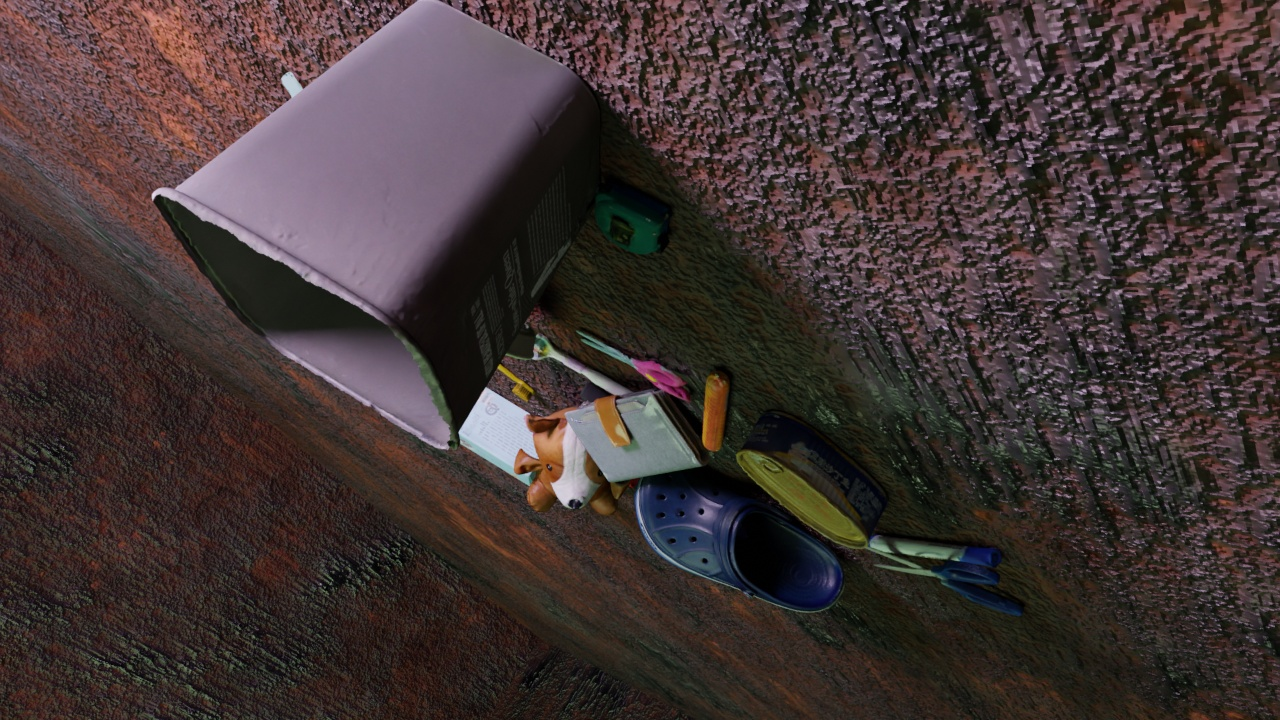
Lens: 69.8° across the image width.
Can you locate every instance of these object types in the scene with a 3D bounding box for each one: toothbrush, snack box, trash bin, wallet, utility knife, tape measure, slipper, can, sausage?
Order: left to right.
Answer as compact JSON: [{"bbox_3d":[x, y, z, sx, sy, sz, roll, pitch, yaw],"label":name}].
[{"bbox_3d":[-0.283,-0.192,0.854,0.034,0.018,0.186,7,147,20],"label":"utility knife"},{"bbox_3d":[-0.146,-0.093,0.609,0.198,0.219,0.199,31,157,10],"label":"trash bin"},{"bbox_3d":[-0.201,-0.014,1.099,0.190,0.016,0.016,42,156,-18],"label":"toothbrush"},{"bbox_3d":[-0.197,0.090,1.228,0.175,0.074,0.052,30,158,10],"label":"snack box"},{"bbox_3d":[-0.032,0.028,0.955,0.189,0.029,0.020,29,-160,8],"label":"toothbrush"},{"bbox_3d":[-0.007,-0.099,0.660,0.058,0.025,0.055,29,156,13],"label":"tape measure"},{"bbox_3d":[-0.008,0.079,0.946,0.130,0.036,0.106,-16,119,40],"label":"wallet"},{"bbox_3d":[0.070,0.050,0.859,0.021,0.021,0.165,27,156,15],"label":"sausage"},{"bbox_3d":[0.104,0.196,0.993,0.253,0.105,0.095,29,164,5],"label":"slipper"},{"bbox_3d":[0.155,0.107,0.823,0.148,0.049,0.075,39,157,-13],"label":"can"}]

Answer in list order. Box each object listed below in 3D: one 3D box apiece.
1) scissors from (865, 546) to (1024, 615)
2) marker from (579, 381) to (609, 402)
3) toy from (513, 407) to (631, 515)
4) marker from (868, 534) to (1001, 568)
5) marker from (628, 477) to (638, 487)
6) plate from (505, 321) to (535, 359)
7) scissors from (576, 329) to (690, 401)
[{"bbox_3d":[0.281,0.201,0.858,0.176,0.012,0.162,24,163,2],"label":"scissors"},{"bbox_3d":[-0.007,0.066,0.995,0.132,0.022,0.020,34,165,1],"label":"marker"},{"bbox_3d":[-0.079,0.123,1.084,0.140,0.130,0.200,3,147,-8],"label":"toy"},{"bbox_3d":[0.268,0.175,0.850,0.017,0.016,0.146,43,156,-21],"label":"marker"},{"bbox_3d":[-0.064,0.139,1.221,0.145,0.017,0.017,17,152,35],"label":"marker"},{"bbox_3d":[-0.195,-0.069,0.857,0.230,0.027,0.230,29,-175,-3],"label":"plate"},{"bbox_3d":[-0.006,0.006,0.887,0.138,0.017,0.077,24,164,33],"label":"scissors"}]
